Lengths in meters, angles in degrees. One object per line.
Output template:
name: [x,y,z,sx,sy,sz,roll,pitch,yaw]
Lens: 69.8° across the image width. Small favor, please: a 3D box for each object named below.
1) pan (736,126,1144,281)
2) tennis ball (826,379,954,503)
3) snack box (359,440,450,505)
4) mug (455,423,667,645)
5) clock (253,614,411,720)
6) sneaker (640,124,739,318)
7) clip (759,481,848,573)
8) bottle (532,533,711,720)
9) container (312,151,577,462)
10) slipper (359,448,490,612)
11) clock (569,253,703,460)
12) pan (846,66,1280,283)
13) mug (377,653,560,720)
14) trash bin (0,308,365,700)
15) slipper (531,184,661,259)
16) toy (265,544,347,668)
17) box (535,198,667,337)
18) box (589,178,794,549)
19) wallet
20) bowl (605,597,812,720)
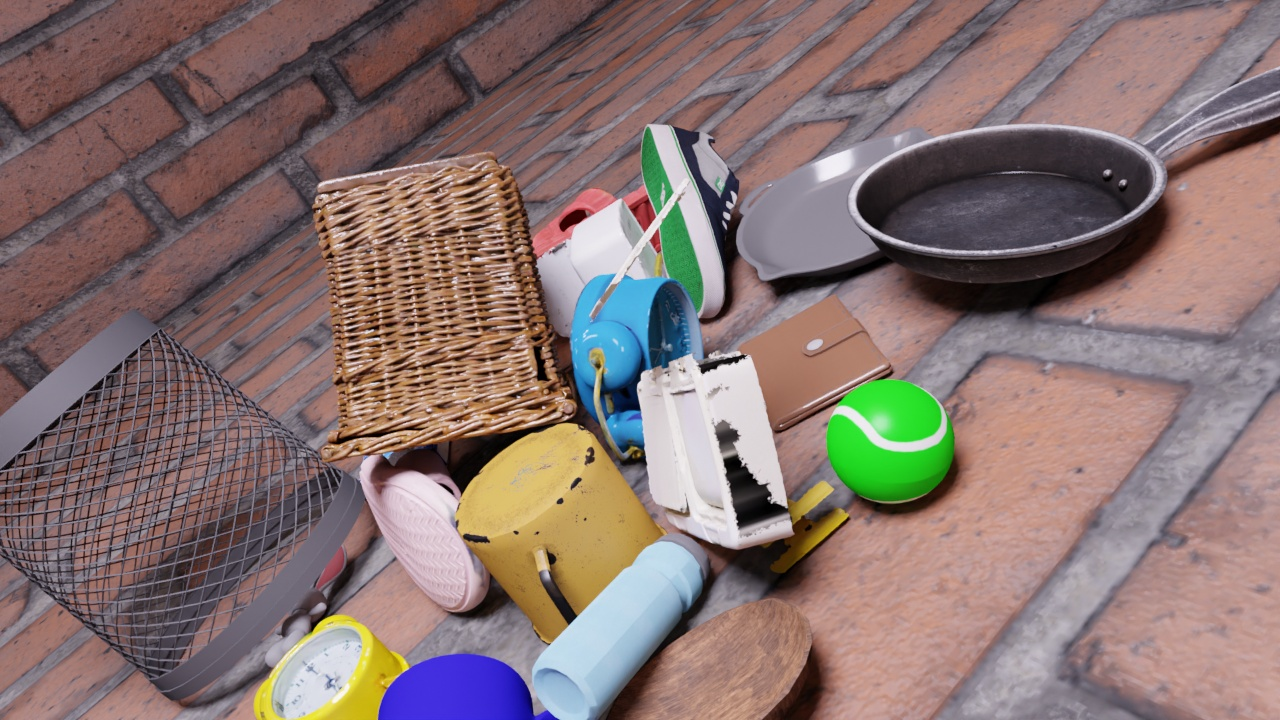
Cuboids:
pan: [0.212,-0.115,0.720,0.216,0.024,0.355,-44,33,-21]
tennis ball: [0.131,0.043,0.483,0.065,0.065,0.065,-26,26,14]
snack box: [-0.221,0.075,0.872,0.082,0.027,0.150,-32,26,3]
mug: [-0.046,0.106,0.538,0.100,0.094,0.123,-29,26,8]
clock: [-0.192,0.205,0.571,0.119,0.057,0.083,8,47,46]
sneaker: [0.059,-0.134,0.832,0.079,0.084,0.235,-2,49,-12]
clip: [0.085,0.092,0.509,0.054,0.044,0.049,-40,-15,-12]
bottle: [-0.003,0.132,0.478,0.040,0.040,0.129,-11,16,38]
container: [-0.143,-0.039,0.680,0.162,0.183,0.250,-11,2,-6]
slipper: [-0.153,0.113,0.654,0.055,0.107,0.222,-26,14,-25]
clock: [-0.004,0.004,0.656,0.060,0.117,0.161,-5,36,24]
pan: [0.310,-0.131,0.586,0.357,0.055,0.187,-15,32,2]
mug: [-0.072,0.197,0.440,0.111,0.079,0.083,-9,25,-7]
trash bin: [-0.380,0.106,0.724,0.218,0.227,0.217,-36,20,16]
slipper: [-0.039,-0.128,0.937,0.248,0.104,0.059,-34,53,-19]
toy: [-0.258,0.189,0.708,0.049,0.030,0.111,-31,24,15]
box: [-0.048,-0.065,0.832,0.137,0.109,0.120,-26,26,11]
box: [0.007,0.011,0.498,0.070,0.186,0.144,-13,-3,-13]
wallet: [0.116,-0.003,0.641,0.087,0.013,0.120,-29,26,8]
bowl: [0.035,0.159,0.425,0.114,0.026,0.102,-33,11,6]
